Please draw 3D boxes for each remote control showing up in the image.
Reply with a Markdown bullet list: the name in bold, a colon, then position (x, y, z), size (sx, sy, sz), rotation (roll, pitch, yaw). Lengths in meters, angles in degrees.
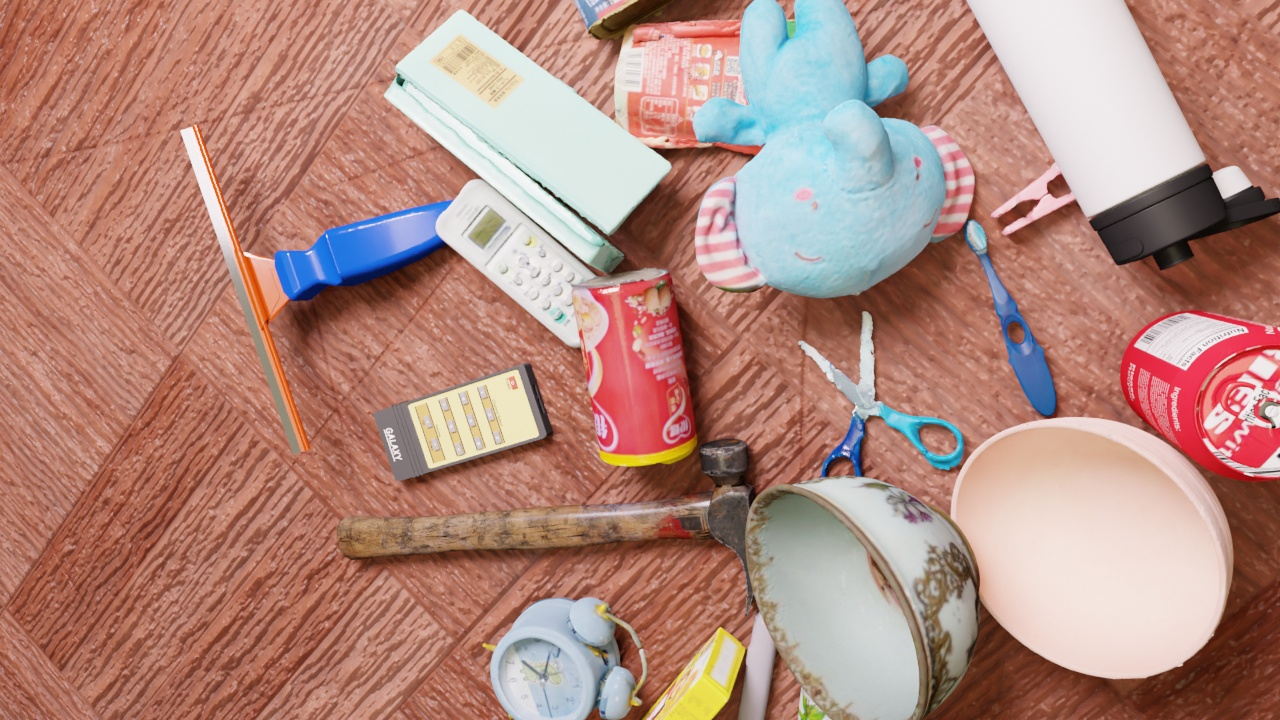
- **remote control**: position (-0.135, 0.047, 0.688), size (0.134, 0.013, 0.058), rotation (-18, 92, 18)
- **remote control**: position (-0.078, -0.067, 0.638), size (0.133, 0.022, 0.050), rotation (40, 95, -5)

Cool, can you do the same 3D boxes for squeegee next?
- **squeegee**: position (-0.206, -0.079, 0.669), size (0.185, 0.055, 0.249), rotation (-18, 92, 10)

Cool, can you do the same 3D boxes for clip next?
- **clip**: position (0.239, -0.102, 0.552), size (0.060, 0.023, 0.043), rotation (-12, 89, 16)

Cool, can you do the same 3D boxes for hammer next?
- **hammer**: position (-0.076, 0.131, 0.673), size (0.331, 0.033, 0.120), rotation (-7, 96, 18)

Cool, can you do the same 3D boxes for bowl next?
- **bowl**: position (0.148, 0.137, 0.561), size (0.093, 0.160, 0.160), rotation (-18, 92, -24)
- **bowl**: position (0.266, 0.097, 0.528), size (0.153, 0.076, 0.153), rotation (24, 121, 46)

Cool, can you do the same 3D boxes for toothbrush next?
- **toothbrush**: position (0.084, 0.210, 0.641), size (0.019, 0.018, 0.188), rotation (10, 100, 14)
- **toothbrush**: position (0.228, -0.026, 0.567), size (0.021, 0.016, 0.132), rotation (-23, 90, 17)

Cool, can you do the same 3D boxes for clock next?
- **clock**: position (-0.051, 0.220, 0.665), size (0.125, 0.051, 0.089), rotation (-18, 92, 22)

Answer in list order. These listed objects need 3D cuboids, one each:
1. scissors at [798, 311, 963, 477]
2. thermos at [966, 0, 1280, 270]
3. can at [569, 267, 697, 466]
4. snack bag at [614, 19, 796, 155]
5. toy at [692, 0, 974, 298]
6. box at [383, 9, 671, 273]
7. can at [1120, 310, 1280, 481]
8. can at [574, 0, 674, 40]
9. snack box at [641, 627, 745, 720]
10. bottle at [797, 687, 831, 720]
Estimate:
- **scissors**: position (0.142, 0.038, 0.603), size (0.130, 0.014, 0.117), rotation (46, 108, 7)
- **thermos**: position (0.262, -0.164, 0.514), size (0.101, 0.069, 0.230), rotation (-25, 86, -13)
- **can**: position (-0.004, 0.004, 0.607), size (0.067, 0.066, 0.124), rotation (-5, 103, 17)
- **snack bag**: position (0.061, -0.175, 0.589), size (0.155, 0.044, 0.087), rotation (6, 104, 12)
- **toy**: position (0.111, -0.125, 0.534), size (0.183, 0.115, 0.181), rotation (-15, 104, -7)
- **box**: position (-0.070, -0.152, 0.614), size (0.188, 0.077, 0.091), rotation (40, 97, 10)
- **can**: position (0.306, 0.015, 0.482), size (0.074, 0.142, 0.074), rotation (2, 98, 16)
- **can**: position (-0.002, -0.255, 0.588), size (0.100, 0.053, 0.059), rotation (-24, 92, 19)
- **snack box**: position (0.014, 0.260, 0.639), size (0.025, 0.075, 0.152), rotation (38, 106, 7)
- **bottle**: position (0.126, 0.255, 0.623), size (0.043, 0.042, 0.110), rotation (7, 99, 16)
